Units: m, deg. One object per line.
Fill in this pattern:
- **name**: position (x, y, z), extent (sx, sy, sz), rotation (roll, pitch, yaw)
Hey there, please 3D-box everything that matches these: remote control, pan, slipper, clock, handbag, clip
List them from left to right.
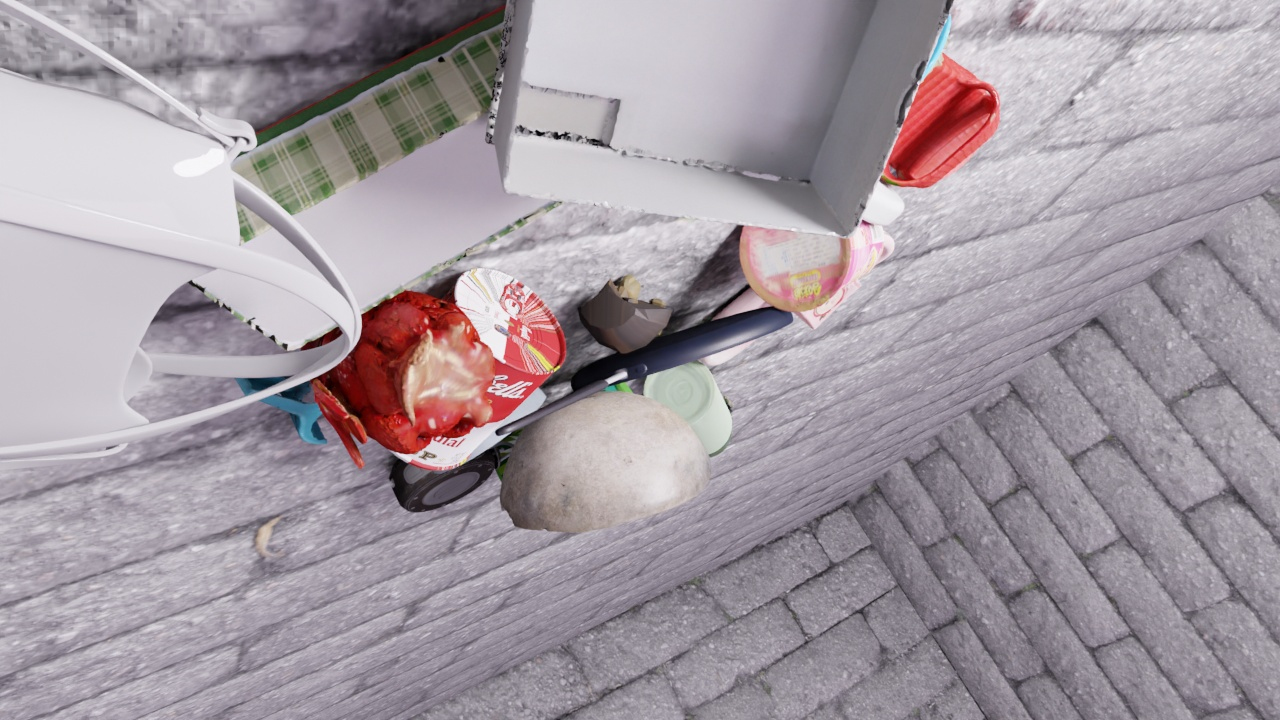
- **handbag**: position (-0.205, -0.023, 0.334), extent (0.222, 0.095, 0.216), rotation (9, 140, -39)
- **clip**: position (-0.206, 0.018, 0.611), extent (0.102, 0.027, 0.120), rotation (-21, 159, -19)
- **clock**: position (-0.173, 0.092, 0.815), extent (0.123, 0.043, 0.091), rotation (-32, 161, 3)
- **pan**: position (-0.004, 0.004, 0.724), extent (0.199, 0.021, 0.355), rotation (-16, -176, 32)
- **slipper**: position (0.151, -0.060, 0.904), extent (0.222, 0.055, 0.106), rotation (-33, 159, 9)
- **remote control**: position (0.170, -0.138, 0.724), extent (0.028, 0.060, 0.114), rotation (-43, 157, 26)
- **slipper**: position (0.228, -0.179, 0.714), extent (0.104, 0.059, 0.248), rotation (-39, 158, 23)

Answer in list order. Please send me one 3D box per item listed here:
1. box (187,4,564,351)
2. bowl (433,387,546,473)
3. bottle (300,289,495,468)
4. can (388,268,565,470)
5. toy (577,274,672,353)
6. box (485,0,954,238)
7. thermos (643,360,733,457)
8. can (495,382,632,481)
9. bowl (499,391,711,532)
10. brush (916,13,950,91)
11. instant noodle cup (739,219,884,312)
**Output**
- **box**: position (-0.116, -0.086, 0.448), extent (0.205, 0.051, 0.118), rotation (-29, 164, -3)
- **bowl**: position (-0.129, 0.042, 0.724), extent (0.106, 0.039, 0.106), rotation (-32, -169, 7)
- **bottle**: position (-0.139, 0.010, 0.519), extent (0.098, 0.111, 0.099), rotation (-24, 124, -43)
- **can**: position (-0.119, 0.008, 0.617), extent (0.117, 0.086, 0.086), rotation (-43, 158, 30)
- **toy**: position (-0.006, -0.035, 0.729), extent (0.076, 0.062, 0.100), rotation (2, 176, 24)
- **box**: position (0.063, -0.201, 0.286), extent (0.166, 0.098, 0.370), rotation (4, 133, -18)
- **thermos**: position (0.064, 0.059, 1.040), extent (0.082, 0.082, 0.231), rotation (-32, 161, 2)
- **can**: position (-0.064, 0.081, 0.890), extent (0.144, 0.083, 0.083), rotation (-32, 161, 4)
- **bowl**: position (-0.033, 0.069, 0.754), extent (0.178, 0.081, 0.178), rotation (-7, -167, 2)
- **brush**: position (0.135, -0.177, 0.581), extent (0.136, 0.055, 0.075), rotation (-40, 165, 22)
- **instant noodle cup**: position (0.151, -0.096, 0.768), extent (0.098, 0.097, 0.108), rotation (-44, 164, 34)
